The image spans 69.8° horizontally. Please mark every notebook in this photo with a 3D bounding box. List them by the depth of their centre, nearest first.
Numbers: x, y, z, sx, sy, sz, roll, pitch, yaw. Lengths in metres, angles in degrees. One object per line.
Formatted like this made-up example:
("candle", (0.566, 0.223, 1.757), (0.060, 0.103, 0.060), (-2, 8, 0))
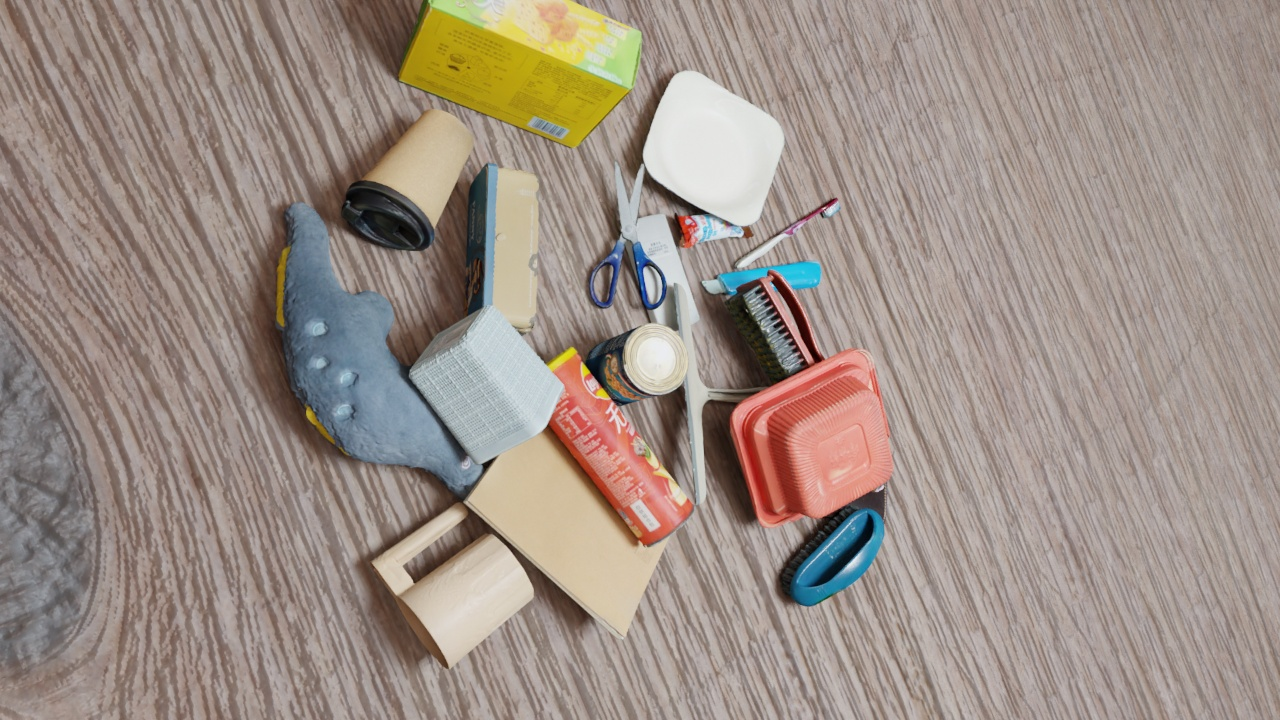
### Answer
("notebook", (-0.065, 0.160, 0.939), (0.211, 0.012, 0.149), (44, 43, -12))

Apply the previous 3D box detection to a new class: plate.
("plate", (0.083, -0.247, 1.087), (0.163, 0.034, 0.164), (26, 69, -15))

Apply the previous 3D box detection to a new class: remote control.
("remote control", (0.022, -0.098, 1.047), (0.056, 0.019, 0.135), (-19, 90, -26))

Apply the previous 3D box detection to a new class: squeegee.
("squeegee", (0.143, 0.039, 1.072), (0.246, 0.039, 0.246), (1, 77, -31))

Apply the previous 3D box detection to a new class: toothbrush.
("toothbrush", (0.185, -0.156, 1.136), (0.187, 0.016, 0.017), (-34, 106, -26))

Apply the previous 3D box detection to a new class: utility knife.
("utility knife", (0.149, -0.098, 1.108), (0.166, 0.018, 0.034), (-8, 78, -24))

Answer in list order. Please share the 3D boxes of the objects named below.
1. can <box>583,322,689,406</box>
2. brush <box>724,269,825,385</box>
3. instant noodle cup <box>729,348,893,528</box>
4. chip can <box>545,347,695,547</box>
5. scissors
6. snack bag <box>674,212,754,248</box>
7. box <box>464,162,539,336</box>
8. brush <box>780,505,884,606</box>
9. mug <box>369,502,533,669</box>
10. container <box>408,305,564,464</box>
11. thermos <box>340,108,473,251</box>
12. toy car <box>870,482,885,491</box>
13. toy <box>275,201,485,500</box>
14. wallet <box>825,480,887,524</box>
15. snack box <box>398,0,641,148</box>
("can", (-0.006, 0.006, 0.966), (0.075, 0.111, 0.075), (4, 80, -25))
("brush", (0.163, -0.028, 1.039), (0.069, 0.063, 0.146), (-34, 97, -20))
("instant noodle cup", (0.203, 0.092, 1.002), (0.188, 0.079, 0.164), (-26, 113, -15))
("chip can", (-0.034, 0.090, 0.952), (0.073, 0.073, 0.216), (-39, 93, -25))
("scissors", (-0.005, -0.133, 1.022), (0.147, 0.012, 0.169), (34, 85, -2))
("snack bag", (0.084, -0.157, 1.082), (0.105, 0.026, 0.045), (-13, 74, -29))
("box", (-0.142, -0.113, 0.936), (0.059, 0.090, 0.184), (3, 78, -24))
("brush", (0.229, 0.227, 1.054), (0.143, 0.073, 0.055), (-40, 110, -15))
("mug", (-0.178, 0.211, 0.874), (0.103, 0.084, 0.124), (-35, 82, -27))
("container", (-0.146, 0.020, 0.862), (0.111, 0.090, 0.090), (53, 26, -19))
("thermos", (-0.225, -0.179, 0.911), (0.093, 0.093, 0.143), (33, 62, -17))
("toy car", (0.243, 0.115, 1.091), (0.122, 0.037, 0.056), (27, 75, -21))
("toy", (-0.256, 0.017, 0.868), (0.356, 0.092, 0.137), (55, 37, -9))
("wallet", (0.246, 0.146, 1.114), (0.122, 0.020, 0.096), (14, 71, -21))
("snack box", (-0.125, -0.310, 0.936), (0.210, 0.158, 0.070), (17, 73, -22))
